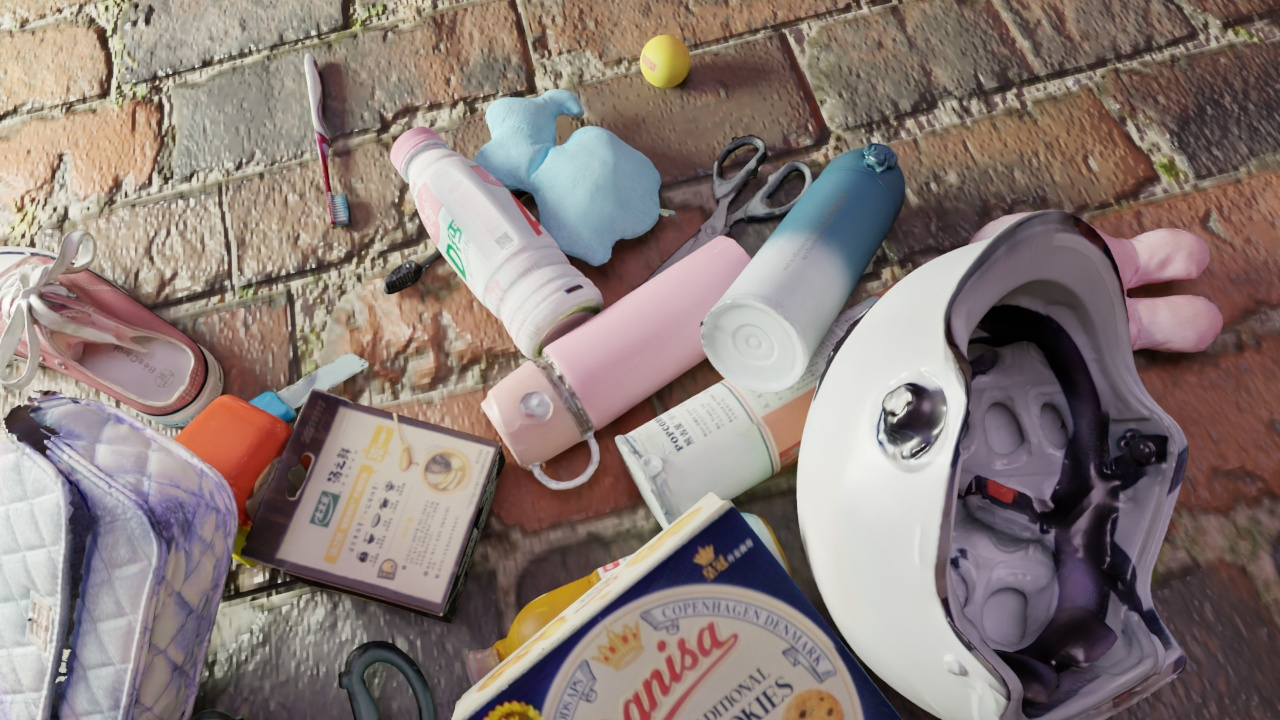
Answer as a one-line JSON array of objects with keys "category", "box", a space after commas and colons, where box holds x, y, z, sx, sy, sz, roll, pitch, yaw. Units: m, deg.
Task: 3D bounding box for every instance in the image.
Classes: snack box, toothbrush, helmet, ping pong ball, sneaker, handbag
[{"category": "snack box", "box": [-0.162, 0.091, 0.576, 0.126, 0.053, 0.113, 15, 67, 4]}, {"category": "toothbrush", "box": [-0.119, -0.110, 0.699, 0.189, 0.018, 0.014, -40, 76, -14]}, {"category": "helmet", "box": [0.172, 0.062, 0.490, 0.228, 0.146, 0.258, 3, 81, -39]}, {"category": "ping pong ball", "box": [0.020, -0.238, 0.731, 0.040, 0.040, 0.040, -2, 64, 5]}, {"category": "toothbrush", "box": [-0.257, -0.183, 0.750, 0.017, 0.016, 0.187, -13, 63, -9]}, {"category": "snack box", "box": [0.027, 0.195, 0.473, 0.178, 0.046, 0.182, -39, 91, -5]}, {"category": "sneaker", "box": [-0.410, -0.031, 0.652, 0.241, 0.088, 0.118, 25, 70, 16]}, {"category": "handbag", "box": [-0.310, 0.129, 0.516, 0.134, 0.075, 0.194, 26, 109, 18]}, {"category": "snack box", "box": [-0.254, 0.076, 0.584, 0.082, 0.091, 0.080, 23, 62, 18]}]

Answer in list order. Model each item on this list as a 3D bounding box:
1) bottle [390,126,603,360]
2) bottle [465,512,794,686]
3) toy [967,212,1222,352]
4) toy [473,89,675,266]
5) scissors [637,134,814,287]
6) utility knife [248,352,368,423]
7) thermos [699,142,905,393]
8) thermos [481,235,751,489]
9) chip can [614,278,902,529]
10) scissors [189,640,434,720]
[{"category": "bottle", "box": [-0.108, -0.089, 0.649, 0.068, 0.068, 0.197, -37, 71, -12]}, {"category": "bottle", "box": [-0.006, 0.150, 0.530, 0.189, 0.068, 0.068, -22, 64, -4]}, {"category": "toy", "box": [0.289, -0.042, 0.599, 0.159, 0.054, 0.121, 1, 72, 7]}, {"category": "toy", "box": [-0.049, -0.140, 0.686, 0.156, 0.050, 0.161, 7, 61, 4]}, {"category": "scissors", "box": [0.060, -0.095, 0.673, 0.151, 0.014, 0.170, 0, 64, 8]}, {"category": "utility knife", "box": [-0.282, 0.051, 0.637, 0.204, 0.018, 0.034, -32, 77, -10]}, {"category": "thermos", "box": [0.112, -0.069, 0.583, 0.070, 0.070, 0.219, 24, 46, 17]}, {"category": "thermos", "box": [-0.004, 0.004, 0.606, 0.198, 0.067, 0.087, -35, 84, -11]}, {"category": "chip can", "box": [0.093, 0.027, 0.578, 0.214, 0.071, 0.071, -29, 65, -8]}, {"category": "scissors", "box": [-0.165, 0.238, 0.520, 0.175, 0.019, 0.175, 44, 61, 4]}]
